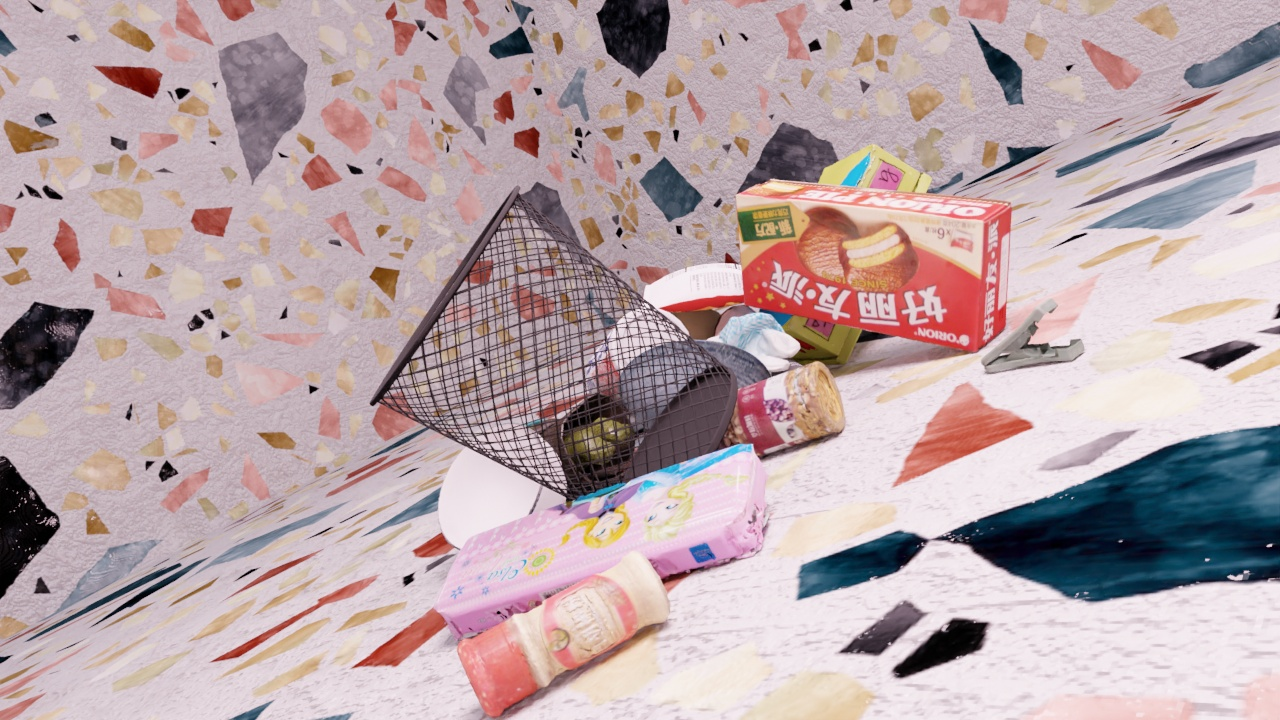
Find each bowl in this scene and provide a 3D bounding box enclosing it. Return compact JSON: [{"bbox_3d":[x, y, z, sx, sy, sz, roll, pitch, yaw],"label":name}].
[{"bbox_3d":[0.034,0.004,1.040,0.152,0.050,0.152,-20,-24,-9],"label":"bowl"},{"bbox_3d":[0.048,0.046,0.796,0.137,0.137,0.057,-22,46,27],"label":"bowl"},{"bbox_3d":[-0.107,0.115,0.767,0.114,0.113,0.063,-19,-37,27],"label":"bowl"}]

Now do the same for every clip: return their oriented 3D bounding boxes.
[{"bbox_3d":[0.269,-0.010,0.643,0.023,0.059,0.076,-26,-7,-30],"label":"clip"}]

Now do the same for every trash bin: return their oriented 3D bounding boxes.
[{"bbox_3d":[-0.055,0.010,0.671,0.184,0.210,0.183,-51,14,18],"label":"trash bin"}]

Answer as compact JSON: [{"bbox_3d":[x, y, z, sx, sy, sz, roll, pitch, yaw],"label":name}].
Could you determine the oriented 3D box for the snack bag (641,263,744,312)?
[{"bbox_3d":[0.073,-0.078,0.981,0.144,0.039,0.130,-7,17,5],"label":"snack bag"}]

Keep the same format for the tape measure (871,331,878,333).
[{"bbox_3d":[0.269,-0.070,0.991,0.066,0.064,0.037,-22,7,10],"label":"tape measure"}]

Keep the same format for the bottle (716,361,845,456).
[{"bbox_3d":[0.099,0.043,0.712,0.105,0.056,0.056,-21,7,27],"label":"bottle"}]

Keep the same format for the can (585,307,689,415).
[{"bbox_3d":[-0.005,0.005,0.888,0.078,0.078,0.136,-27,-7,-21],"label":"can"}]

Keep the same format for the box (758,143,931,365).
[{"bbox_3d":[0.207,-0.105,0.974,0.220,0.081,0.124,-66,12,-9],"label":"box"}]

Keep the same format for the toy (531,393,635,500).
[{"bbox_3d":[-0.073,0.092,0.874,0.153,0.078,0.178,-28,8,41],"label":"toy"}]

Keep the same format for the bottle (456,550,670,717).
[{"bbox_3d":[-0.039,0.141,0.477,0.109,0.044,0.044,-25,6,-14],"label":"bottle"}]

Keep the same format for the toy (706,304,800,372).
[{"bbox_3d":[0.097,0.002,0.892,0.131,0.106,0.205,-14,9,-19],"label":"toy"}]

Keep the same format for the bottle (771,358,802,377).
[{"bbox_3d":[0.147,0.018,0.870,0.030,0.030,0.113,-24,6,3],"label":"bottle"}]

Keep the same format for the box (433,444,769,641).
[{"bbox_3d":[-0.024,0.126,0.597,0.231,0.053,0.084,-22,24,21],"label":"box"}]

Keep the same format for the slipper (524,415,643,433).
[{"bbox_3d":[-0.072,0.080,1.026,0.268,0.055,0.098,-20,5,-25],"label":"slipper"}]

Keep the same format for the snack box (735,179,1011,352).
[{"bbox_3d":[0.197,-0.090,0.806,0.237,0.113,0.060,16,34,40],"label":"snack box"}]
